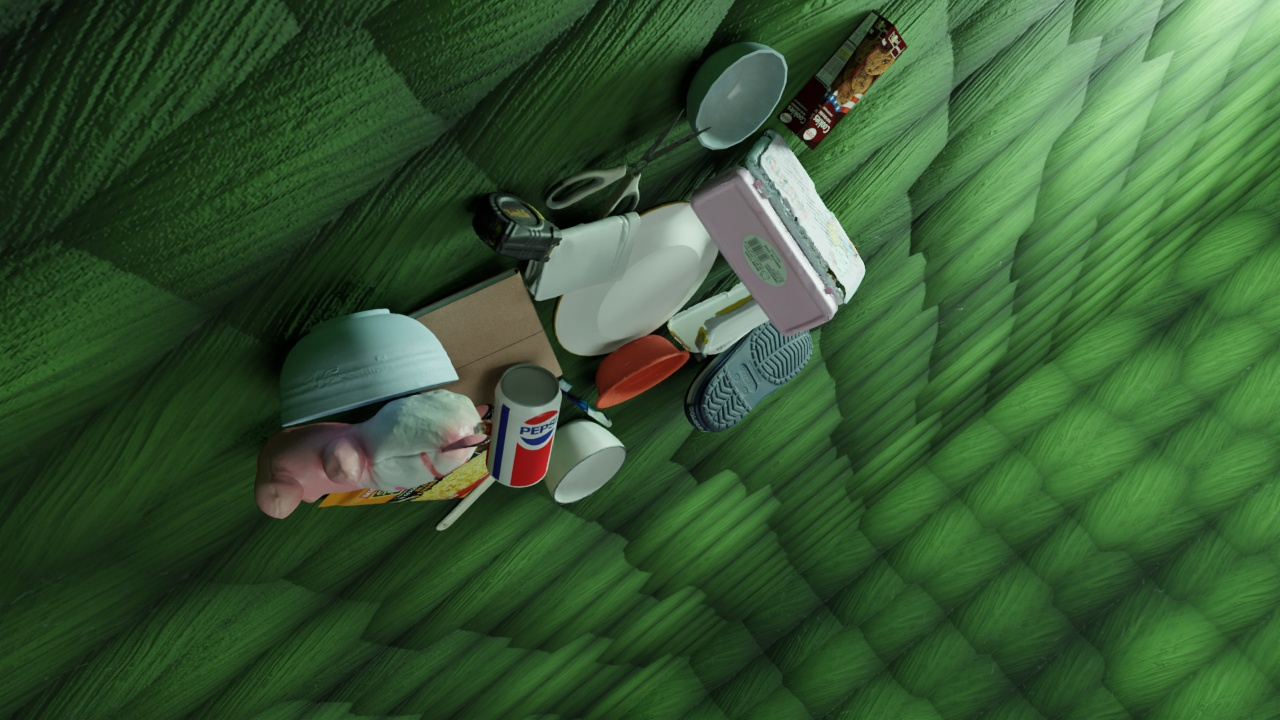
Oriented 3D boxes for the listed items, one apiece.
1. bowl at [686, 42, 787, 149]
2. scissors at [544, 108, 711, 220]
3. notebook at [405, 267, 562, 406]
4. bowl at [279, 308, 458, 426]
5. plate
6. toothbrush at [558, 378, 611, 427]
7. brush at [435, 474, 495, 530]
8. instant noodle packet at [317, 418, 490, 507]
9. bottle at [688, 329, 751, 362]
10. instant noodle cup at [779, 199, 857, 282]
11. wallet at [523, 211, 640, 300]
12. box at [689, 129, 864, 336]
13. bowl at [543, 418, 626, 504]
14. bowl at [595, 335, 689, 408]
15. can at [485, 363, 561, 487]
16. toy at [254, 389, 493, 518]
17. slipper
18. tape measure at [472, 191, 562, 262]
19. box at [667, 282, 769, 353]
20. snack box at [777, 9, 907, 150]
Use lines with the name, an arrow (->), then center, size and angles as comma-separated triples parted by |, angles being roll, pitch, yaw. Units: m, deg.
bowl -> 0.083, -0.252, 0.853 | 0.106, 0.039, 0.106 | -30, 153, -18
scissors -> -0.015, -0.171, 0.852 | 0.157, 0.012, 0.169 | -19, 160, -17
notebook -> -0.164, -0.006, 0.930 | 0.141, 0.008, 0.209 | -25, 152, -5
bowl -> -0.236, 0.000, 0.775 | 0.150, 0.075, 0.150 | -15, -179, 0
plate -> 0.004, -0.083, 1.039 | 0.229, 0.021, 0.230 | -30, 153, -18
toothbrush -> -0.070, 0.056, 1.174 | 0.017, 0.016, 0.189 | -49, 154, -3
brush -> -0.189, 0.147, 1.171 | 0.218, 0.012, 0.033 | -45, 153, 14
instant noodle packet -> -0.229, 0.114, 1.034 | 0.160, 0.032, 0.220 | -43, 154, 23
bottle -> 0.115, -0.041, 1.229 | 0.116, 0.041, 0.041 | -38, 154, -3
instant noodle cup -> 0.195, -0.143, 1.092 | 0.102, 0.108, 0.102 | -31, 151, -20
wallet -> -0.057, -0.106, 0.897 | 0.116, 0.032, 0.086 | -17, 147, -39
box -> 0.154, -0.138, 1.002 | 0.101, 0.201, 0.102 | -23, -156, 39
bowl -> -0.083, 0.128, 1.213 | 0.116, 0.065, 0.116 | -30, 153, -18
bowl -> -0.007, 0.007, 1.123 | 0.130, 0.045, 0.130 | -28, 168, -7
can -> -0.127, 0.072, 0.989 | 0.070, 0.070, 0.132 | -20, 143, -33
toy -> -0.242, 0.083, 0.858 | 0.213, 0.084, 0.142 | -13, -178, -4
slipper -> 0.141, 0.008, 1.292 | 0.252, 0.105, 0.095 | -38, -161, -33
tape measure -> -0.113, -0.114, 0.791 | 0.067, 0.062, 0.038 | -5, 138, -49
box -> 0.137, -0.083, 1.146 | 0.209, 0.080, 0.084 | -28, 153, -23
snack box -> 0.212, -0.292, 0.964 | 0.141, 0.031, 0.051 | -47, 153, 16
